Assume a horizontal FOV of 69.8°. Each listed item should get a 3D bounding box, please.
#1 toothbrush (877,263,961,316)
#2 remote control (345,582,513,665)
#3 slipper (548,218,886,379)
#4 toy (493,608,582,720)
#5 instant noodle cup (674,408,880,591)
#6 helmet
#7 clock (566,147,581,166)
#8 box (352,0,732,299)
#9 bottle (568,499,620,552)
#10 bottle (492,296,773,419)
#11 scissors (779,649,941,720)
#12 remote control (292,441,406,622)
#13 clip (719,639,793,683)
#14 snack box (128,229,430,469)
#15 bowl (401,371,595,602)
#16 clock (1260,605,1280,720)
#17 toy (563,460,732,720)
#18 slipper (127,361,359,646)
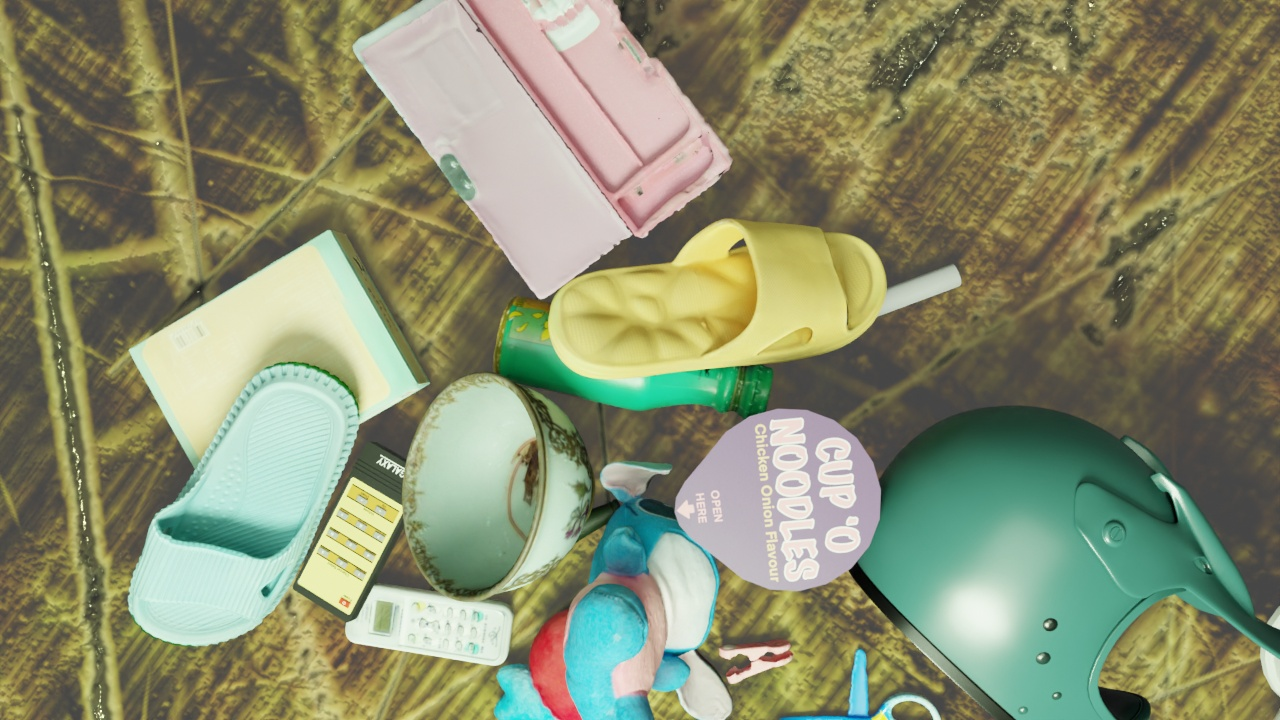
[{"bbox_3d":[0.158,-0.034,0.719,0.188,0.019,0.018,-21,72,4],"label":"toothbrush"},{"bbox_3d":[-0.170,0.211,0.741,0.133,0.022,0.050,8,91,4],"label":"remote control"},{"bbox_3d":[0.065,-0.048,0.659,0.263,0.078,0.099,-11,68,-12],"label":"slipper"},{"bbox_3d":[-0.059,0.254,0.719,0.133,0.062,0.092,-45,73,20],"label":"toy"},{"bbox_3d":[0.095,0.094,0.672,0.137,0.122,0.122,-7,90,4],"label":"instant noodle cup"},{"bbox_3d":[0.293,0.147,0.634,0.275,0.176,0.200,42,95,-1],"label":"helmet"},{"bbox_3d":[-0.076,-0.181,0.713,0.162,0.060,0.118,-21,89,4],"label":"clock"},{"bbox_3d":[-0.069,-0.181,0.662,0.179,0.040,0.232,-35,87,-4],"label":"box"},{"bbox_3d":[-0.071,0.142,0.729,0.123,0.033,0.033,-26,89,3],"label":"bottle"},{"bbox_3d":[-0.004,0.004,0.705,0.210,0.068,0.068,13,91,4],"label":"bottle"},{"bbox_3d":[0.173,0.290,0.724,0.126,0.013,0.125,1,92,1],"label":"scissors"},{"bbox_3d":[-0.222,0.136,0.729,0.058,0.013,0.133,27,90,11],"label":"remote control"},{"bbox_3d":[0.091,0.240,0.725,0.060,0.023,0.045,8,96,5],"label":"clip"},{"bbox_3d":[-0.289,0.005,0.737,0.193,0.044,0.141,-30,90,4],"label":"snack box"},{"bbox_3d":[-0.091,0.094,0.675,0.160,0.093,0.159,-11,73,41],"label":"bowl"},{"bbox_3d":[0.529,0.243,0.679,0.120,0.061,0.159,-7,95,4],"label":"clock"},{"bbox_3d":[0.004,0.187,0.651,0.099,0.191,0.224,-8,108,18],"label":"toy"},{"bbox_3d":[-0.304,0.125,0.700,0.116,0.069,0.276,27,106,-21],"label":"slipper"}]
